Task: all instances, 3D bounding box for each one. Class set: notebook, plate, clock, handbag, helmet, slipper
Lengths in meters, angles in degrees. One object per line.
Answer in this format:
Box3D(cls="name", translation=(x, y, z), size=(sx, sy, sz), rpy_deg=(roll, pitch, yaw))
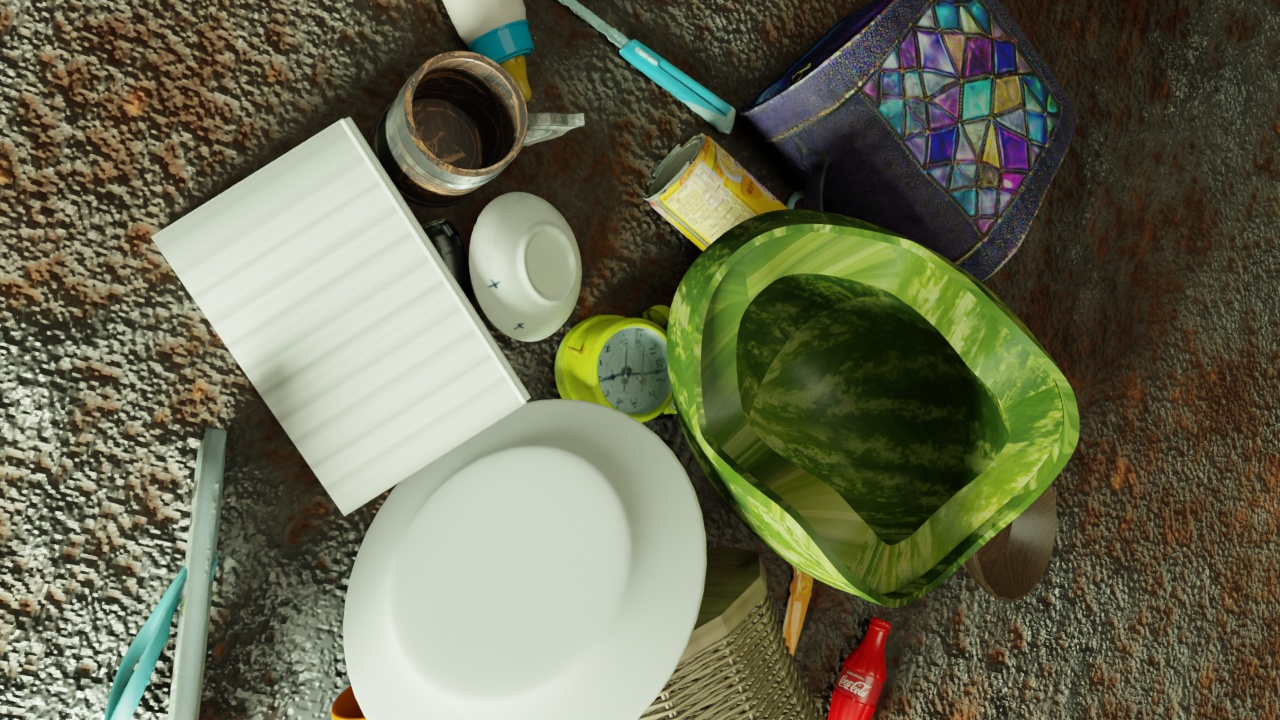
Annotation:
Box3D(cls="notebook", translation=(-0.186, -0.026, 0.581), size=(0.142, 0.009, 0.210), rpy_deg=(-32, 98, 0))
Box3D(cls="plate", translation=(-0.079, 0.126, 0.558), size=(0.242, 0.243, 0.016), rpy_deg=(-52, 144, -14))
Box3D(cls="plate", translation=(-0.071, -0.065, 0.631), size=(0.104, 0.026, 0.104), rpy_deg=(3, 87, -51))
Box3D(cls="clock", translation=(-0.004, 0.004, 0.671), size=(0.118, 0.057, 0.083), rpy_deg=(-14, 96, -29))
Box3D(cls="handbag", translation=(0.200, -0.169, 0.709), size=(0.205, 0.126, 0.221), rpy_deg=(44, 71, -16))
Box3D(cls="helmet", translation=(0.135, 0.022, 0.608), size=(0.213, 0.247, 0.243), rpy_deg=(-43, 150, 3))
Box3D(cls="slipper", translation=(-0.278, 0.173, 0.532), size=(0.054, 0.098, 0.268), rpy_deg=(7, 87, -25))

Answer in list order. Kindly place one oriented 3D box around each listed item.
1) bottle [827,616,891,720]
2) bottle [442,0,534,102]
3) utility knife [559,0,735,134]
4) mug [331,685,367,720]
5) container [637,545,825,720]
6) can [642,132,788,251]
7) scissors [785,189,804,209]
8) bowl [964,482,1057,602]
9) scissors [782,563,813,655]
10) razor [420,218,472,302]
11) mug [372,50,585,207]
Box3D(cls="bottle", translation=(0.183, 0.274, 0.768), size=(0.036, 0.036, 0.119), rpy_deg=(26, 81, -22))
Box3D(cls="bottle", translation=(-0.107, -0.245, 0.623), size=(0.051, 0.051, 0.146), rpy_deg=(-28, 102, -21))
Box3D(cls="utility knife", translation=(-0.002, -0.228, 0.691), size=(0.181, 0.015, 0.022), rpy_deg=(30, 76, -19))
Box3D(cls="mug", translation=(-0.141, 0.254, 0.614), size=(0.112, 0.078, 0.096), rpy_deg=(-23, 102, -53))
Box3D(cls="container", translation=(0.031, 0.255, 0.608), size=(0.226, 0.227, 0.196), rpy_deg=(-23, 93, -22))
Box3D(cls="can", translation=(0.061, -0.114, 0.691), size=(0.105, 0.068, 0.067), rpy_deg=(38, 76, -19))
Box3D(cls="scissors", translation=(0.185, -0.113, 0.775), size=(0.133, 0.011, 0.137), rpy_deg=(-22, 96, -24))
Box3D(cls="bowl", translation=(0.286, 0.130, 0.728), size=(0.117, 0.030, 0.118), rpy_deg=(-1, 92, -36))
Box3D(cls="scissors", translation=(0.132, 0.184, 0.757), size=(0.064, 0.013, 0.128), rpy_deg=(19, 82, -22))
Box3D(cls="razor", translation=(-0.155, -0.022, 0.613), size=(0.067, 0.054, 0.151), rpy_deg=(21, 90, -12))
Box3D(cls="mug", translation=(-0.107, -0.147, 0.594), size=(0.115, 0.107, 0.080), rpy_deg=(-7, 94, -23))
